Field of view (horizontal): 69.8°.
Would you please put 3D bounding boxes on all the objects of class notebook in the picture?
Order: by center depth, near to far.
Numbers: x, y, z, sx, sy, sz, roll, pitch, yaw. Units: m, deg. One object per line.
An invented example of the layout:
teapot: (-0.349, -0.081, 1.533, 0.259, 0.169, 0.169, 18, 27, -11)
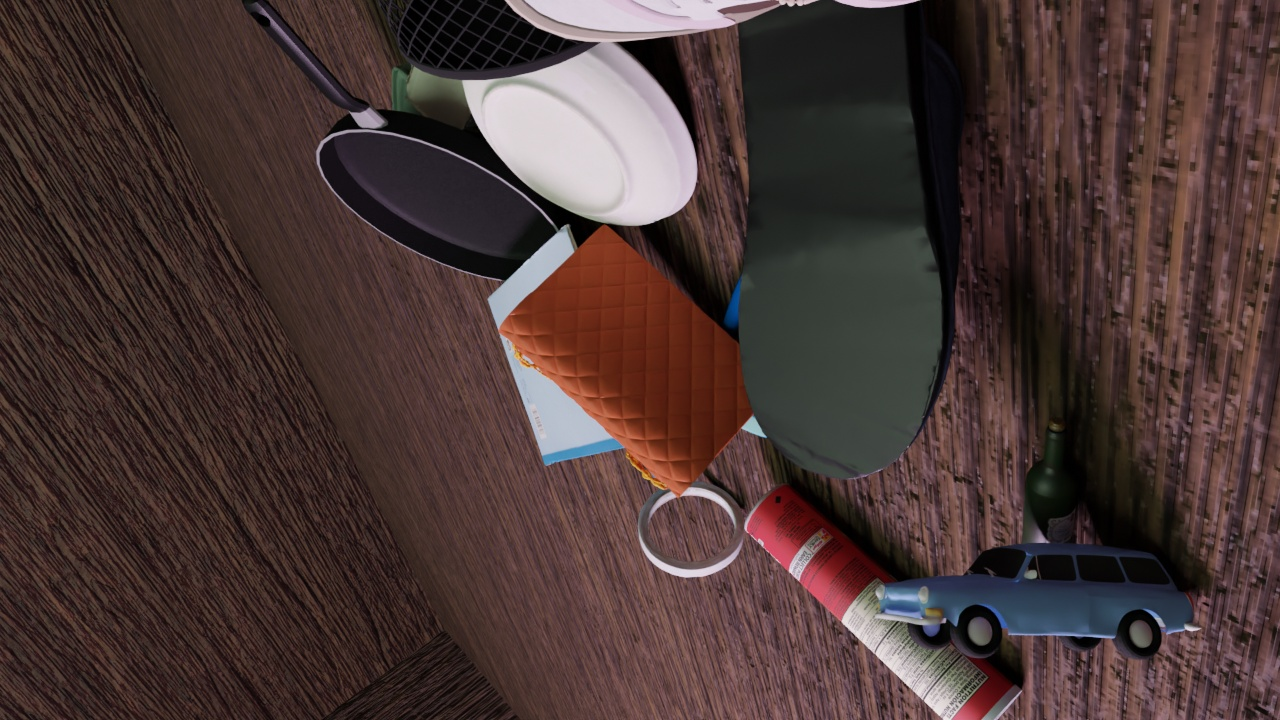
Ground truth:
notebook: (-0.075, 0.000, 0.815, 0.254, 0.009, 0.181, -22, 87, 65)

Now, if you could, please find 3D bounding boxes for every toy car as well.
toy car: (0.194, 0.118, 0.457, 0.056, 0.153, 0.054, 132, 141, -74)

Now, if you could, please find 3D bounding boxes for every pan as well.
pan: (-0.186, -0.164, 0.735, 0.226, 0.034, 0.356, 10, 158, 25)

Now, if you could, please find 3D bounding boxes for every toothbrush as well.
toothbrush: (0.072, -0.060, 0.597, 0.014, 0.014, 0.168, 18, 151, 3)
toothbrush: (0.058, 0.030, 0.730, 0.135, 0.017, 0.022, 33, 143, 42)

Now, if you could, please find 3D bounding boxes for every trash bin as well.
trash bin: (-0.088, -0.273, 0.462, 0.184, 0.183, 0.210, 37, 155, 36)

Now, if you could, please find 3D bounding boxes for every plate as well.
plate: (-0.050, -0.150, 0.615, 0.182, 0.034, 0.183, 27, 156, 13)

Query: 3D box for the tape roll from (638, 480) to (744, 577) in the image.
tape roll: (0.044, 0.146, 0.803, 0.093, 0.092, 0.013, 39, 150, 34)

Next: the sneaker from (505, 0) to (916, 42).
sneaker: (0.039, -0.156, 0.326, 0.294, 0.116, 0.112, -1, 144, 40)

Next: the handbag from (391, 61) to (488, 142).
handbag: (-0.168, -0.203, 0.808, 0.106, 0.067, 0.122, 51, 155, 10)

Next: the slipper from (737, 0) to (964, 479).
slipper: (0.108, -0.077, 0.442, 0.109, 0.083, 0.265, 3, 102, 41)

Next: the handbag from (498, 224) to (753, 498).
handbag: (-0.004, 0.003, 0.662, 0.172, 0.108, 0.060, 42, 160, 5)

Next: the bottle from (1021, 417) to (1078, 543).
bottle: (0.215, 0.071, 0.481, 0.025, 0.025, 0.106, 31, 145, 44)

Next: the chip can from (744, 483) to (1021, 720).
chip can: (0.167, 0.176, 0.663, 0.215, 0.051, 0.052, 42, 152, 30)

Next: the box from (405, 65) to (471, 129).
box: (-0.112, -0.216, 0.671, 0.143, 0.044, 0.185, 44, 148, 6)

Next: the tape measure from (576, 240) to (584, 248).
tape measure: (-0.039, -0.063, 0.771, 0.071, 0.042, 0.072, 53, 153, 17)

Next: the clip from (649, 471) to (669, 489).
clip: (-0.010, 0.057, 0.794, 0.030, 0.119, 0.130, -7, 100, 63)
